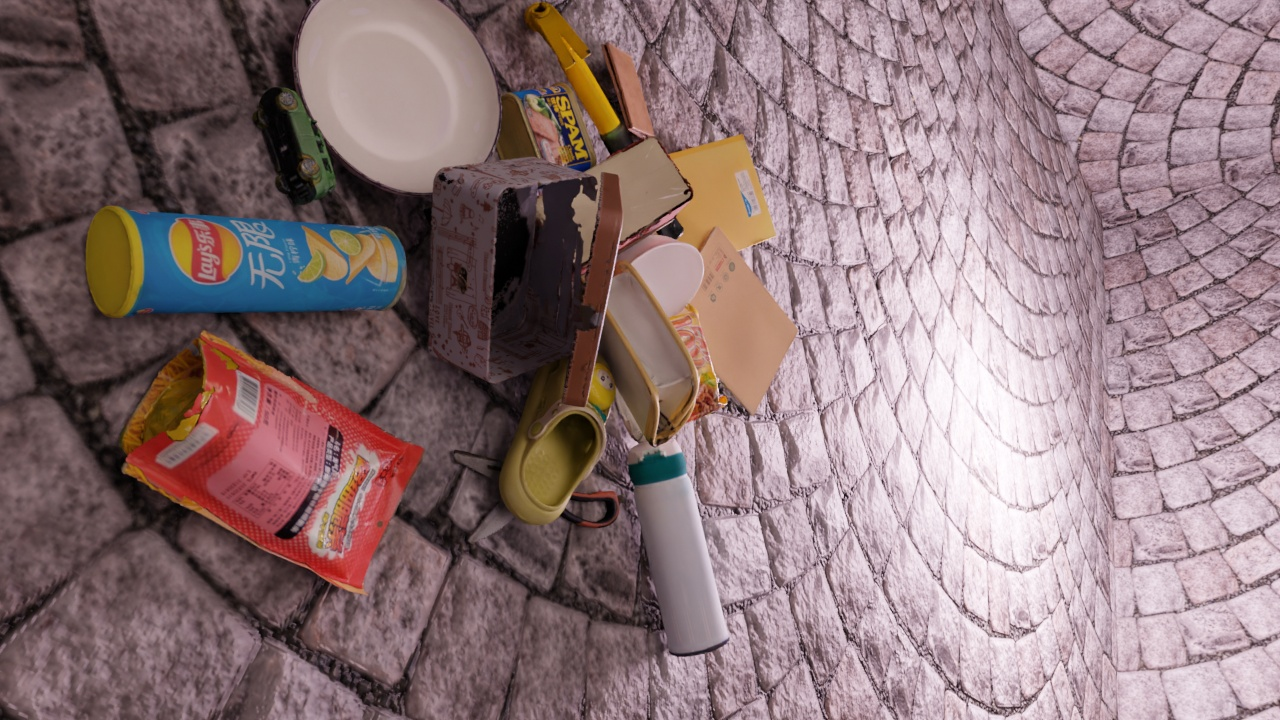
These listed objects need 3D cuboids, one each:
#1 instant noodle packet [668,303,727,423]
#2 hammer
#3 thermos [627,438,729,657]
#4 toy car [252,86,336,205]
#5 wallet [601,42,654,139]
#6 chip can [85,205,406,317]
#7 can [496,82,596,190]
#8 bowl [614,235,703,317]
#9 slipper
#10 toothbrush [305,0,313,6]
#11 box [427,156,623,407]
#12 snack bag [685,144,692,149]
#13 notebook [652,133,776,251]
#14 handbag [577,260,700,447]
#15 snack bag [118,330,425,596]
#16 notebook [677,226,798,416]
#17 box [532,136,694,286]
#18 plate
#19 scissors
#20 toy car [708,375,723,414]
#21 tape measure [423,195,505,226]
[{"bbox_3d":[0.035,0.010,1.020,0.110,0.044,0.128,-19,97,-22],"label":"instant noodle packet"},{"bbox_3d":[-0.033,-0.255,1.016,0.301,0.033,0.128,56,1,-31],"label":"hammer"},{"bbox_3d":[0.037,0.195,0.981,0.073,0.073,0.224,-12,88,-52],"label":"thermos"},{"bbox_3d":[-0.272,-0.170,0.724,0.036,0.043,0.091,-29,104,-48],"label":"toy car"},{"bbox_3d":[-0.014,-0.313,1.073,0.115,0.020,0.101,-32,105,-76],"label":"wallet"},{"bbox_3d":[-0.275,-0.068,0.666,0.209,0.071,0.071,-5,83,-52],"label":"chip can"},{"bbox_3d":[-0.102,-0.228,0.942,0.083,0.057,0.102,-29,102,-49],"label":"can"},{"bbox_3d":[0.003,-0.098,1.016,0.118,0.118,0.064,16,28,-48],"label":"bowl"},{"bbox_3d":[-0.062,0.066,0.859,0.091,0.082,0.190,45,51,-31],"label":"slipper"},{"bbox_3d":[-0.232,-0.243,0.823,0.189,0.016,0.014,51,54,-25],"label":"toothbrush"},{"bbox_3d":[-0.071,-0.066,0.789,0.149,0.166,0.182,-23,128,-48],"label":"box"},{"bbox_3d":[0.079,-0.229,1.191,0.048,0.026,0.104,-2,81,-56],"label":"snack bag"},{"bbox_3d":[0.085,-0.200,1.164,0.205,0.010,0.146,-25,99,-37],"label":"notebook"},{"bbox_3d":[-0.006,0.005,0.934,0.063,0.179,0.163,-22,64,-17],"label":"handbag"},{"bbox_3d":[-0.253,0.076,0.662,0.208,0.073,0.128,43,53,-42],"label":"snack bag"},{"bbox_3d":[0.120,-0.048,1.173,0.207,0.008,0.147,47,63,-32],"label":"notebook"},{"bbox_3d":[-0.033,-0.156,0.927,0.168,0.078,0.091,-35,89,-25],"label":"box"},{"bbox_3d":[-0.212,-0.234,0.802,0.192,0.039,0.192,6,81,-40],"label":"plate"},{"bbox_3d":[-0.091,0.114,0.887,0.189,0.015,0.224,57,43,-23],"label":"scissors"},{"bbox_3d":[0.053,0.025,1.078,0.105,0.032,0.048,37,55,-24],"label":"toy car"},{"bbox_3d":[-0.161,-0.138,0.832,0.065,0.066,0.033,-40,113,-33],"label":"tape measure"}]
